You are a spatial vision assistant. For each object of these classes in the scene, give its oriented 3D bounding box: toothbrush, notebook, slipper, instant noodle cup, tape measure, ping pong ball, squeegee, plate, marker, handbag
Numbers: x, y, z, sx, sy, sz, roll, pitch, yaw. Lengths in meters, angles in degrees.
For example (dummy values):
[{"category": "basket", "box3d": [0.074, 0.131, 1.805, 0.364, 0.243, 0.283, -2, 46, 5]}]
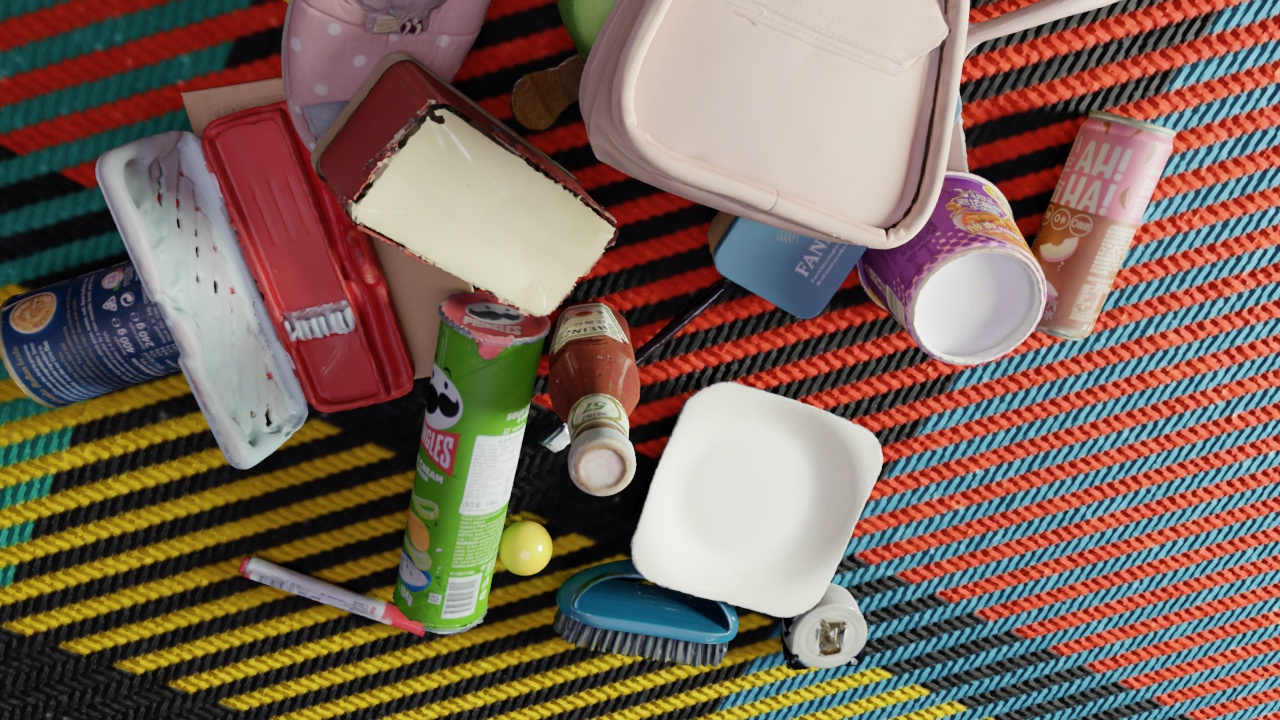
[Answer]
[{"category": "toothbrush", "box3d": [-0.004, 0.004, 0.652, 0.181, 0.015, 0.018, -43, 115, 11]}, {"category": "notebook", "box3d": [-0.194, -0.081, 0.602, 0.149, 0.012, 0.212, -9, 112, -1]}, {"category": "slipper", "box3d": [-0.117, -0.216, 0.472, 0.114, 0.054, 0.275, -11, 138, -45]}, {"category": "instant noodle cup", "box3d": [0.205, -0.056, 0.596, 0.111, 0.099, 0.112, 0, 119, -1]}, {"category": "tape measure", "box3d": [0.147, 0.214, 0.739, 0.065, 0.033, 0.066, -5, 112, -6]}, {"category": "ping pong ball", "box3d": [-0.086, 0.139, 0.682, 0.040, 0.040, 0.040, -2, 111, -5]}, {"category": "squeegee", "box3d": [0.285, -0.234, 0.577, 0.249, 0.040, 0.248, -20, 111, 1]}, {"category": "plate", "box3d": [0.083, 0.102, 0.680, 0.163, 0.034, 0.164, 19, 100, -15]}, {"category": "marker", "box3d": [-0.231, 0.179, 0.696, 0.145, 0.017, 0.017, 24, 107, -14]}, {"category": "handbag", "box3d": [0.087, -0.188, 0.476, 0.193, 0.093, 0.234, 13, 102, -22]}]

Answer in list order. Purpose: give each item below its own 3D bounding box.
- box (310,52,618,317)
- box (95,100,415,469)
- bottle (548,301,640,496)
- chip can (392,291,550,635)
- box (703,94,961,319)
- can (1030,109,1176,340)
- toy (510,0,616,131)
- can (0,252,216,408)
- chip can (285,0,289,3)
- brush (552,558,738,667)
[{"category": "box", "box3d": [-0.093, -0.088, 0.532, 0.091, 0.076, 0.168, -47, 143, 12]}, {"category": "box", "box3d": [-0.225, -0.045, 0.557, 0.119, 0.098, 0.201, -13, 112, 3]}, {"category": "bottle", "box3d": [-0.028, 0.018, 0.552, 0.060, 0.206, 0.060, -2, 110, -4]}, {"category": "chip can", "box3d": [-0.119, 0.075, 0.629, 0.072, 0.072, 0.236, 10, 113, -10]}, {"category": "box", "box3d": [0.115, -0.114, 0.591, 0.089, 0.060, 0.184, 25, 109, -14]}, {"category": "can", "box3d": [0.303, -0.090, 0.623, 0.058, 0.058, 0.147, 12, 109, -10]}, {"category": "toy", "box3d": [0.022, -0.231, 0.525, 0.227, 0.090, 0.247, 13, 112, -13]}, {"category": "can", "box3d": [-0.325, -0.022, 0.577, 0.111, 0.075, 0.075, -17, 112, 1]}, {"category": "chip can", "box3d": [-0.130, -0.284, 0.498, 0.071, 0.071, 0.211, 37, 103, -17]}, {"category": "brush", "box3d": [0.007, 0.188, 0.702, 0.144, 0.055, 0.074, 11, 110, -9]}]
